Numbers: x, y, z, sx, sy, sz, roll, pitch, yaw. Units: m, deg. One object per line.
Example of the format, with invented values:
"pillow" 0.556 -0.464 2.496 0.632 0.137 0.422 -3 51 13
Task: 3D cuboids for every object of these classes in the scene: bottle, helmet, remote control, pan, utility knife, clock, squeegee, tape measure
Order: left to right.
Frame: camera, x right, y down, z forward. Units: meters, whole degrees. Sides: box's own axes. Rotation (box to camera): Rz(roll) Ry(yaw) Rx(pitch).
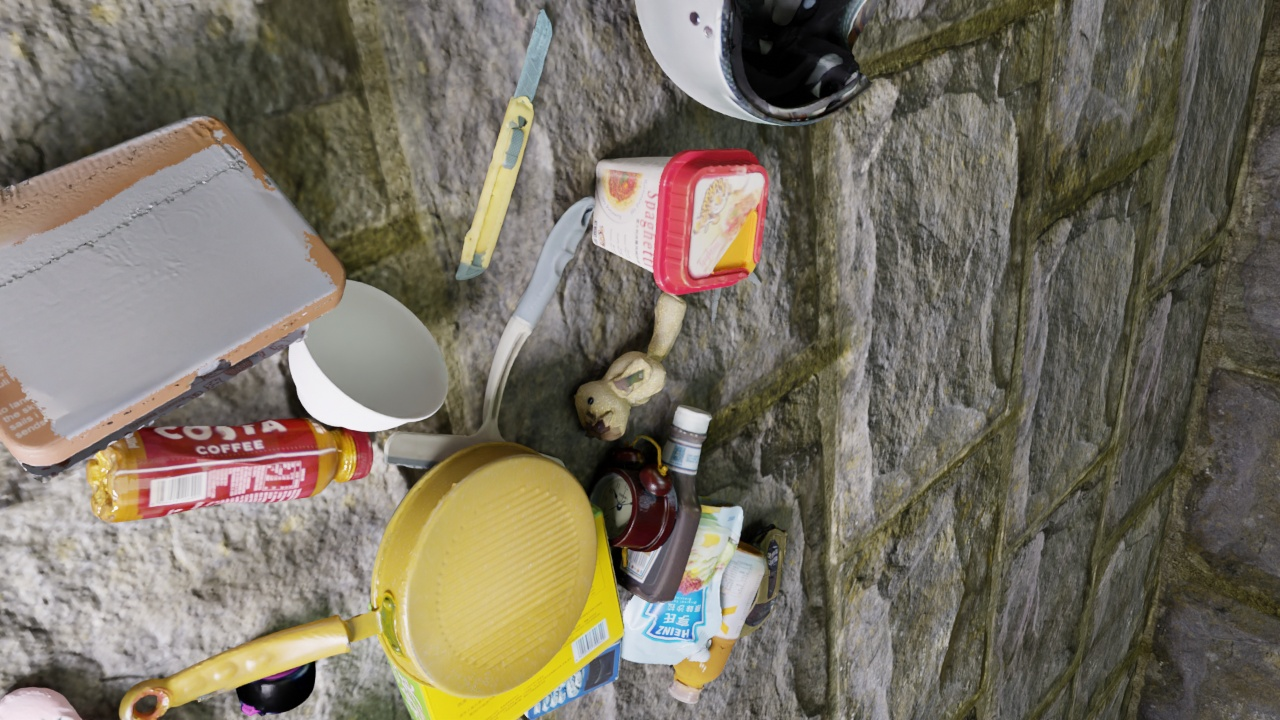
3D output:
"bottle" -0.268 0.070 0.617 0.174 0.057 0.057 -1 107 -45
"tape measure" -0.272 0.236 0.684 0.056 0.058 0.039 -16 118 -43
"pan" -0.180 0.181 0.673 0.356 0.078 0.198 -20 111 -44
"utility knife" -0.105 -0.165 0.717 0.031 0.022 0.216 10 95 -52
"squeegee" -0.096 -0.024 0.763 0.246 0.039 0.246 20 91 -61
"remote control" -0.070 0.324 0.945 0.124 0.024 0.049 -9 113 -41
"clock" -0.006 0.131 0.887 0.055 0.082 0.122 12 100 -40
"bottle" 0.028 0.142 0.925 0.044 0.080 0.195 10 98 -45
"bottle" 0.083 0.299 1.054 0.068 0.068 0.189 19 93 -47
"helmet" 0.084 -0.323 0.732 0.229 0.157 0.274 6 92 -44

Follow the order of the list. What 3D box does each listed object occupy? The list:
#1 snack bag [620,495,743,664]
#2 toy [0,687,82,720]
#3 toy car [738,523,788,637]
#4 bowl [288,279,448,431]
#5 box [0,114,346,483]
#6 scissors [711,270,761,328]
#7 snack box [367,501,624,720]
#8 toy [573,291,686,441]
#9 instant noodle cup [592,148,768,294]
"snack bag" 0.043 0.240 0.989 0.110 0.039 0.191 9 98 -19
"toy" -0.376 0.286 0.609 0.121 0.054 0.159 -50 127 -18
"toy car" 0.144 0.273 1.127 0.070 0.042 0.158 -13 118 -41
"bowl" -0.202 0.009 0.642 0.065 0.118 0.118 -40 145 26
"box" -0.268 -0.034 0.489 0.181 0.174 0.152 -36 130 -29
"scissors" 0.083 -0.120 0.922 0.179 0.014 0.159 29 87 -50
"snack box" -0.120 0.233 0.824 0.209 0.070 0.158 -30 125 -33
"toy" -0.005 0.005 0.856 0.157 0.066 0.105 -56 178 -17
"instant noodle cup" 0.028 -0.126 0.780 0.116 0.124 0.116 -13 116 -41
